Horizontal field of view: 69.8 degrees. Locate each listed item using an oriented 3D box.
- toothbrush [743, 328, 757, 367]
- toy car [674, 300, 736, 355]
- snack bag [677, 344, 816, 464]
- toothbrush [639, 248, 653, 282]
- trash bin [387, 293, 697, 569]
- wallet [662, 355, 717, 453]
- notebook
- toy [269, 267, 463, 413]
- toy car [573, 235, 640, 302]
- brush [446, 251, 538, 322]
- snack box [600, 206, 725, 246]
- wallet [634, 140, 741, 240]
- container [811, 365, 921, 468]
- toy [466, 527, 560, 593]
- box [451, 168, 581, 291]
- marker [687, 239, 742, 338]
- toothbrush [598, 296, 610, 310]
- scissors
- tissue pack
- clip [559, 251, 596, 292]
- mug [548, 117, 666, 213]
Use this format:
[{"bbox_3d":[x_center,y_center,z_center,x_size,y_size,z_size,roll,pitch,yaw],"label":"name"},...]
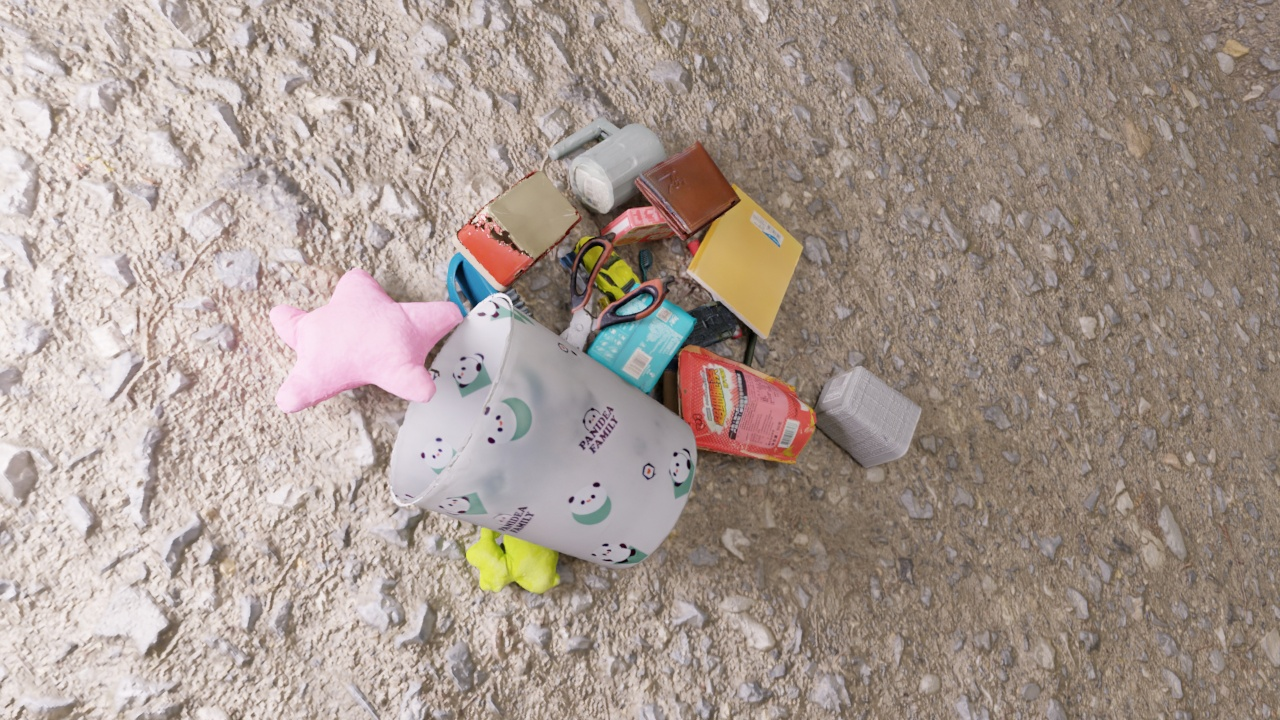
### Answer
[{"bbox_3d":[0.144,0.023,1.238,0.017,0.012,0.185,28,61,-27],"label":"toothbrush"},{"bbox_3d":[0.072,-0.039,1.200,0.120,0.037,0.054,-22,83,-33],"label":"toy car"},{"bbox_3d":[0.129,0.063,1.159,0.207,0.073,0.128,15,71,-36],"label":"snack bag"},{"bbox_3d":[0.012,-0.059,1.176,0.016,0.018,0.191,17,61,-41],"label":"toothbrush"},{"bbox_3d":[-0.094,0.089,0.958,0.251,0.230,0.229,30,61,-27],"label":"trash bin"},{"bbox_3d":[0.064,0.056,1.159,0.090,0.033,0.115,15,67,-42],"label":"wallet"},{"bbox_3d":[0.151,-0.142,1.277,0.146,0.010,0.205,39,49,-14],"label":"notebook"},{"bbox_3d":[-0.281,-0.029,0.951,0.194,0.075,0.178,-6,60,-11],"label":"toy"},{"bbox_3d":[-0.039,-0.116,1.162,0.105,0.032,0.048,48,57,-7],"label":"toy car"},{"bbox_3d":[-0.174,-0.060,1.048,0.073,0.055,0.144,-36,95,-36],"label":"brush"},{"bbox_3d":[0.030,-0.180,1.199,0.152,0.075,0.025,-14,83,-34],"label":"snack box"},{"bbox_3d":[0.063,-0.219,1.167,0.124,0.032,0.101,-37,87,-37],"label":"wallet"},{"bbox_3d":[0.310,0.076,1.276,0.114,0.090,0.090,36,59,-12],"label":"container"},{"bbox_3d":[-0.134,0.214,0.997,0.099,0.031,0.096,-26,86,-34],"label":"toy"},{"bbox_3d":[-0.134,-0.159,1.053,0.091,0.078,0.167,47,30,-9],"label":"box"},{"bbox_3d":[0.102,-0.097,1.250,0.017,0.017,0.145,-24,87,-34],"label":"marker"},{"bbox_3d":[-0.007,0.007,1.151,0.016,0.016,0.190,-22,86,-39],"label":"toothbrush"},{"bbox_3d":[-0.058,-0.057,1.092,0.226,0.015,0.189,-22,67,-1],"label":"scissors"},{"bbox_3d":[-0.001,-0.025,1.118,0.093,0.050,0.133,34,74,3],"label":"tissue pack"},{"bbox_3d":[-0.076,-0.109,1.143,0.035,0.025,0.058,-40,102,-27],"label":"clip"},{"bbox_3d":[-0.044,-0.258,1.187,0.124,0.084,0.103,39,55,17],"label":"mug"}]
